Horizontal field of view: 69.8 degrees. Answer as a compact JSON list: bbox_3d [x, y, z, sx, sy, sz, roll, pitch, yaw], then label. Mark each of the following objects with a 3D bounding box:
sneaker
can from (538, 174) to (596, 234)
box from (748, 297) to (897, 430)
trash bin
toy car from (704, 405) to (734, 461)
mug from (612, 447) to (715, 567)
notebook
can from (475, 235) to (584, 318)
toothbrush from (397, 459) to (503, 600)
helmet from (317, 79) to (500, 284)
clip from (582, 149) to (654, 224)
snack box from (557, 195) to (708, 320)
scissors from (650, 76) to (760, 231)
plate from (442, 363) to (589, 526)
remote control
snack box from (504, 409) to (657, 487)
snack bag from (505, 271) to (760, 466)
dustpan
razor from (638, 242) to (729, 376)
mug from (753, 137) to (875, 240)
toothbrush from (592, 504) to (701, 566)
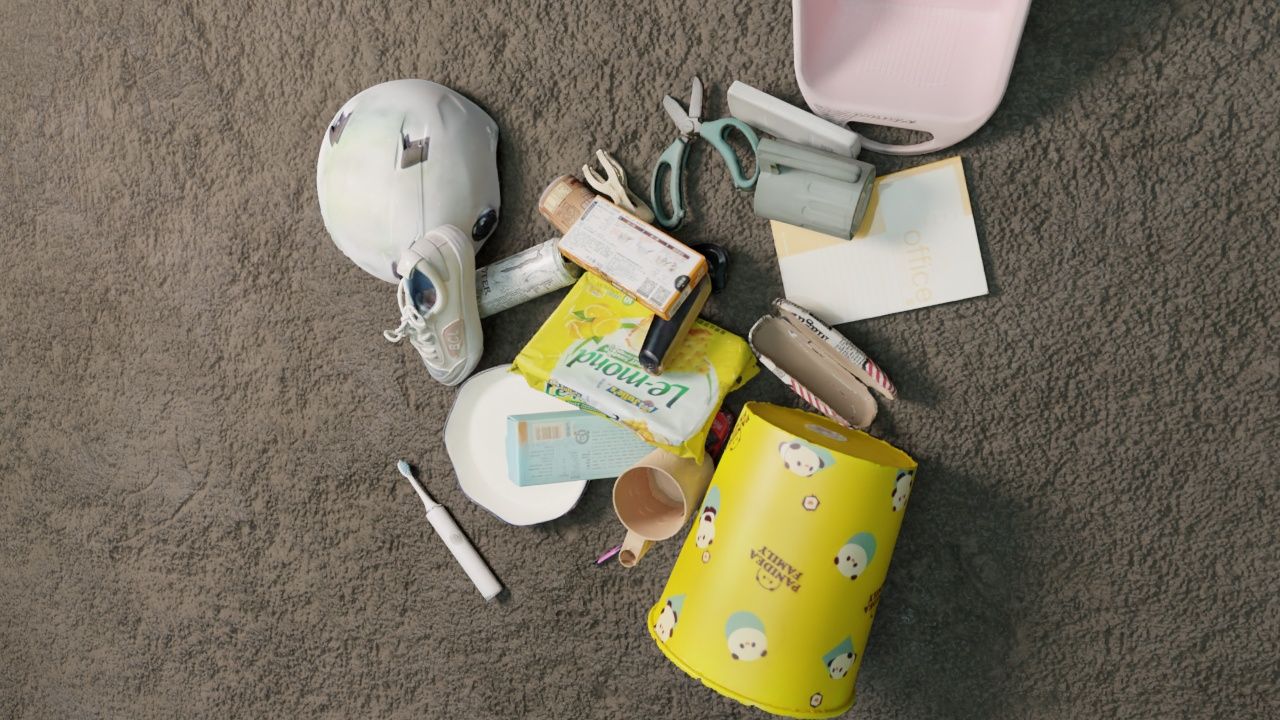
[{"bbox_3d":[-0.247,-0.044,1.087,0.089,0.090,0.243,34,140,21],"label":"sneaker"},{"bbox_3d":[-0.059,-0.159,1.062,0.116,0.058,0.059,43,111,11],"label":"can"},{"bbox_3d":[0.199,-0.006,0.968,0.163,0.076,0.088,40,140,7],"label":"box"},{"bbox_3d":[0.154,0.192,0.951,0.230,0.229,0.255,20,100,18],"label":"trash bin"},{"bbox_3d":[0.064,0.103,1.062,0.053,0.045,0.121,31,106,13],"label":"toy car"},{"bbox_3d":[0.023,0.155,1.007,0.084,0.103,0.125,25,112,17],"label":"mug"},{"bbox_3d":[0.247,-0.118,0.971,0.207,0.010,0.146,-11,93,23],"label":"notebook"},{"bbox_3d":[-0.143,-0.100,1.105,0.147,0.058,0.058,-19,91,23],"label":"can"},{"bbox_3d":[-0.257,0.222,1.218,0.221,0.026,0.026,52,145,7],"label":"toothbrush"},{"bbox_3d":[-0.295,-0.208,1.101,0.229,0.145,0.259,21,106,18],"label":"helmet"},{"bbox_3d":[-0.029,-0.196,1.050,0.034,0.066,0.099,-41,71,22],"label":"clip"},{"bbox_3d":[-0.010,-0.113,0.987,0.154,0.026,0.075,34,79,23],"label":"snack box"},{"bbox_3d":[0.058,-0.213,1.012,0.170,0.019,0.182,51,125,26],"label":"scissors"},{"bbox_3d":[-0.146,0.103,1.145,0.205,0.045,0.205,4,100,21],"label":"plate"},{"bbox_3d":[0.160,-0.247,0.961,0.150,0.058,0.021,29,85,15],"label":"remote control"},{"bbox_3d":[-0.066,0.096,1.055,0.174,0.052,0.074,-3,98,-21],"label":"snack box"},{"bbox_3d":[-0.006,0.006,1.026,0.246,0.157,0.068,25,149,18],"label":"snack bag"},{"bbox_3d":[0.244,-0.314,0.841,0.223,0.273,0.138,14,78,22],"label":"dustpan"},{"bbox_3d":[0.046,-0.055,0.999,0.062,0.167,0.067,-1,143,47],"label":"razor"},{"bbox_3d":[0.174,-0.178,0.923,0.103,0.124,0.083,20,85,17],"label":"mug"},{"bbox_3d":[0.012,0.208,1.115,0.190,0.014,0.018,-37,96,23],"label":"toothbrush"}]
